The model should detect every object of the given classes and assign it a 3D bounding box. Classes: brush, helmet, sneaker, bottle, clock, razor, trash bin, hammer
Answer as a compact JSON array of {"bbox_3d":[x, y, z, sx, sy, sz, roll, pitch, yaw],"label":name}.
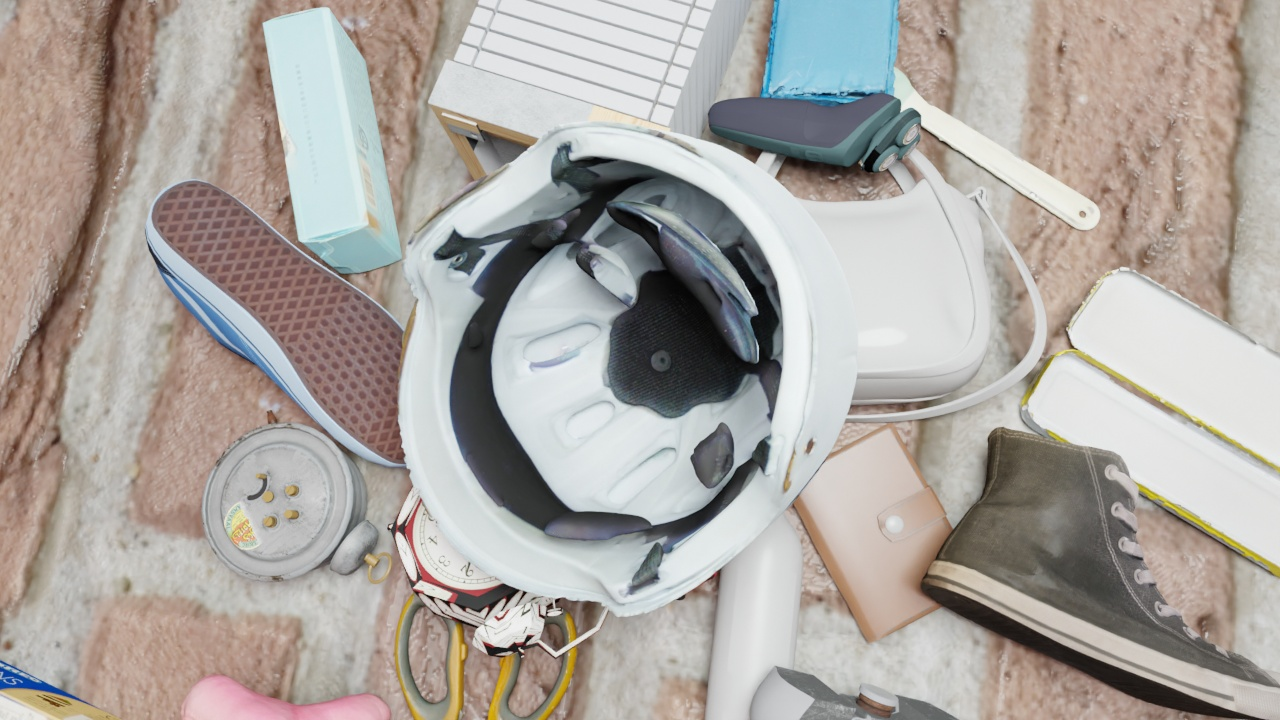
[{"bbox_3d":[0.234,-0.159,0.661,0.217,0.012,0.033,36,83,9],"label":"brush"},{"bbox_3d":[-0.003,0.003,0.512,0.265,0.163,0.236,-43,75,29],"label":"helmet"},{"bbox_3d":[-0.239,-0.017,0.643,0.241,0.098,0.083,45,59,-9],"label":"sneaker"},{"bbox_3d":[0.076,0.153,0.587,0.052,0.052,0.195,7,79,5],"label":"bottle"},{"bbox_3d":[-0.226,0.103,0.616,0.148,0.056,0.104,32,82,11],"label":"clock"},{"bbox_3d":[0.116,-0.159,0.622,0.143,0.047,0.052,13,80,18],"label":"razor"},{"bbox_3d":[-0.082,0.127,0.588,0.155,0.065,0.114,34,67,26],"label":"clock"},{"bbox_3d":[-0.013,-0.228,0.624,0.142,0.142,0.246,19,80,7],"label":"trash bin"},{"bbox_3d":[0.302,0.137,0.560,0.235,0.095,0.119,24,75,10],"label":"sneaker"},{"bbox_3d":[0.085,0.347,0.541,0.156,0.043,0.322,21,90,-24],"label":"hammer"}]

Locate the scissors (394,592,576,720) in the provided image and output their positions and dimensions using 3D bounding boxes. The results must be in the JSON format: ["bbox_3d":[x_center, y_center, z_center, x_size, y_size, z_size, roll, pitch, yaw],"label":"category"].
[{"bbox_3d":[-0.124,0.257,0.598,0.162,0.016,0.225,20,80,8],"label":"scissors"}]

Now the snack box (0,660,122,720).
[{"bbox_3d":[-0.379,0.254,0.597,0.207,0.057,0.056,21,77,8],"label":"snack box"}]

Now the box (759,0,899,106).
[{"bbox_3d":[0.144,-0.284,0.664,0.093,0.048,0.231,8,74,5],"label":"box"}]

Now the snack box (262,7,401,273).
[{"bbox_3d":[-0.219,-0.155,0.658,0.053,0.075,0.174,-13,78,2],"label":"snack box"}]

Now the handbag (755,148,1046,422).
[{"bbox_3d":[0.150,-0.078,0.632,0.216,0.096,0.222,0,66,3],"label":"handbag"}]

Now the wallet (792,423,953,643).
[{"bbox_3d":[0.160,0.113,0.609,0.087,0.013,0.121,-27,80,-2],"label":"wallet"}]

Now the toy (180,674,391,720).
[{"bbox_3d":[-0.229,0.301,0.547,0.142,0.084,0.213,16,90,-23],"label":"toy"}]

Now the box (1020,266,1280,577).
[{"bbox_3d":[0.369,0.040,0.600,0.209,0.038,0.129,33,91,10],"label":"box"}]
